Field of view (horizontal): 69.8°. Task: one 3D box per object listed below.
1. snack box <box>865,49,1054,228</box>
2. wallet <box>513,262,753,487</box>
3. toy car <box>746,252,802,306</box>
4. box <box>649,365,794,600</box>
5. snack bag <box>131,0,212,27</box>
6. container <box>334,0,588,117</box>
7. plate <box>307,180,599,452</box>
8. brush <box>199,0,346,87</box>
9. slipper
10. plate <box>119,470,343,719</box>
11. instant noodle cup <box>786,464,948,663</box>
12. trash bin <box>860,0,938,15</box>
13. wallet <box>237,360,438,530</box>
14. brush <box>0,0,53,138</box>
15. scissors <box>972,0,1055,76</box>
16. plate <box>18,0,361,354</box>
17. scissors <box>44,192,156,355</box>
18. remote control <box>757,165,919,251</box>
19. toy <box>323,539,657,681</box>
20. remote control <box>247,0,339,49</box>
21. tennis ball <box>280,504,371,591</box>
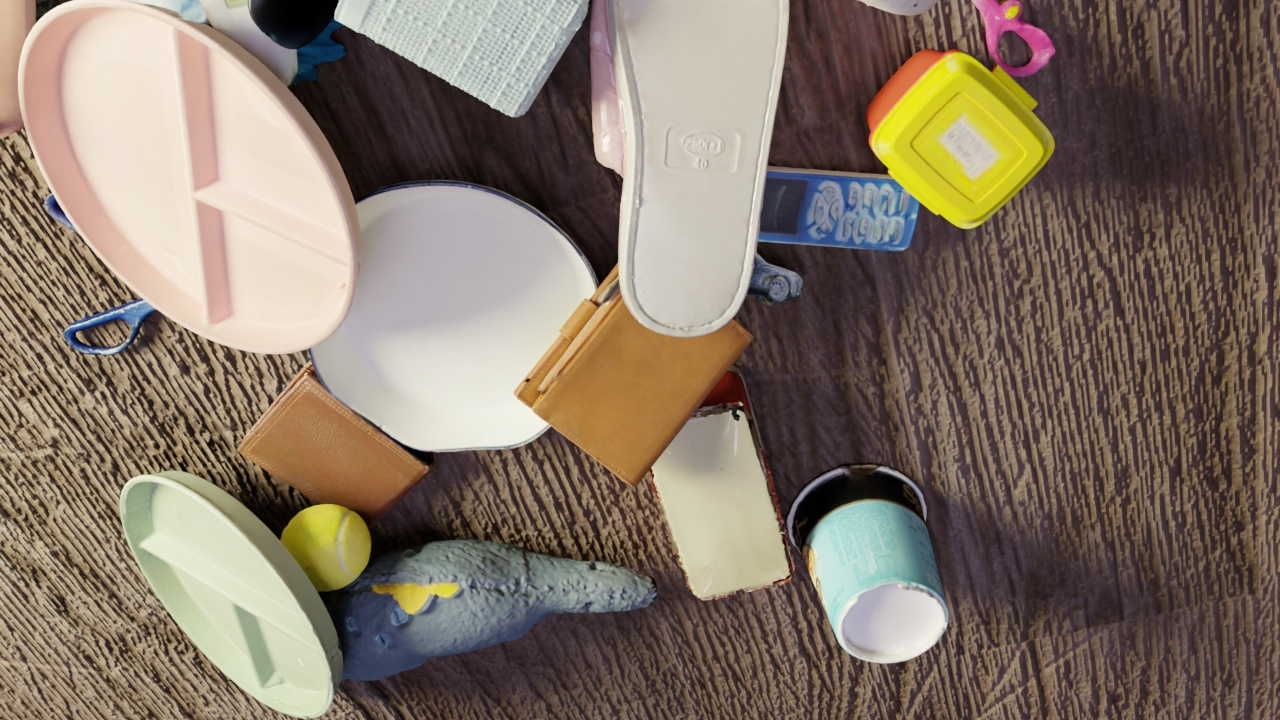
[{"bbox_3d":[0.185,-0.139,0.548,0.091,0.080,0.082,36,114,-17],"label":"snack box"},{"bbox_3d":[-0.004,0.004,0.604,0.108,0.031,0.132,38,90,-18],"label":"wallet"},{"bbox_3d":[0.065,-0.060,0.617,0.090,0.043,0.034,15,84,-2],"label":"toy car"},{"bbox_3d":[0.055,0.098,0.683,0.091,0.076,0.168,-15,117,8],"label":"box"},{"bbox_3d":[-0.289,-0.216,0.540,0.104,0.026,0.048,36,140,-16],"label":"snack bag"},{"bbox_3d":[-0.093,-0.204,0.513,0.111,0.089,0.090,29,115,-19],"label":"container"},{"bbox_3d":[-0.127,-0.031,0.632,0.205,0.045,0.205,1,118,1],"label":"plate"},{"bbox_3d":[-0.226,-0.287,0.454,0.060,0.109,0.315,-6,119,6],"label":"brush"},{"bbox_3d":[0.028,-0.149,0.549,0.114,0.054,0.274,-3,105,-8],"label":"slipper"},{"bbox_3d":[-0.312,0.179,0.704,0.230,0.027,0.231,18,127,25],"label":"plate"},{"bbox_3d":[0.174,0.156,0.688,0.111,0.120,0.111,0,119,0],"label":"instant noodle cup"},{"bbox_3d":[0.131,-0.279,0.411,0.227,0.226,0.193,26,128,-13],"label":"trash bin"},{"bbox_3d":[-0.229,0.069,0.698,0.124,0.032,0.101,40,116,-19],"label":"wallet"},{"bbox_3d":[-0.383,-0.196,0.528,0.063,0.073,0.146,16,120,-8],"label":"brush"},{"bbox_3d":[0.202,-0.231,0.536,0.137,0.017,0.094,34,115,-13],"label":"scissors"},{"bbox_3d":[-0.264,-0.103,0.550,0.230,0.028,0.230,13,132,15],"label":"plate"},{"bbox_3d":[-0.341,-0.054,0.640,0.176,0.012,0.162,-26,115,14],"label":"scissors"},{"bbox_3d":[0.117,-0.101,0.602,0.125,0.024,0.049,5,119,2],"label":"remote control"},{"bbox_3d":[-0.165,0.205,0.739,0.357,0.091,0.138,-19,129,13],"label":"toy"},{"bbox_3d":[-0.164,-0.230,0.488,0.024,0.053,0.136,17,80,26],"label":"remote control"},{"bbox_3d":[-0.237,0.141,0.690,0.065,0.065,0.066,0,119,0],"label":"tennis ball"}]
